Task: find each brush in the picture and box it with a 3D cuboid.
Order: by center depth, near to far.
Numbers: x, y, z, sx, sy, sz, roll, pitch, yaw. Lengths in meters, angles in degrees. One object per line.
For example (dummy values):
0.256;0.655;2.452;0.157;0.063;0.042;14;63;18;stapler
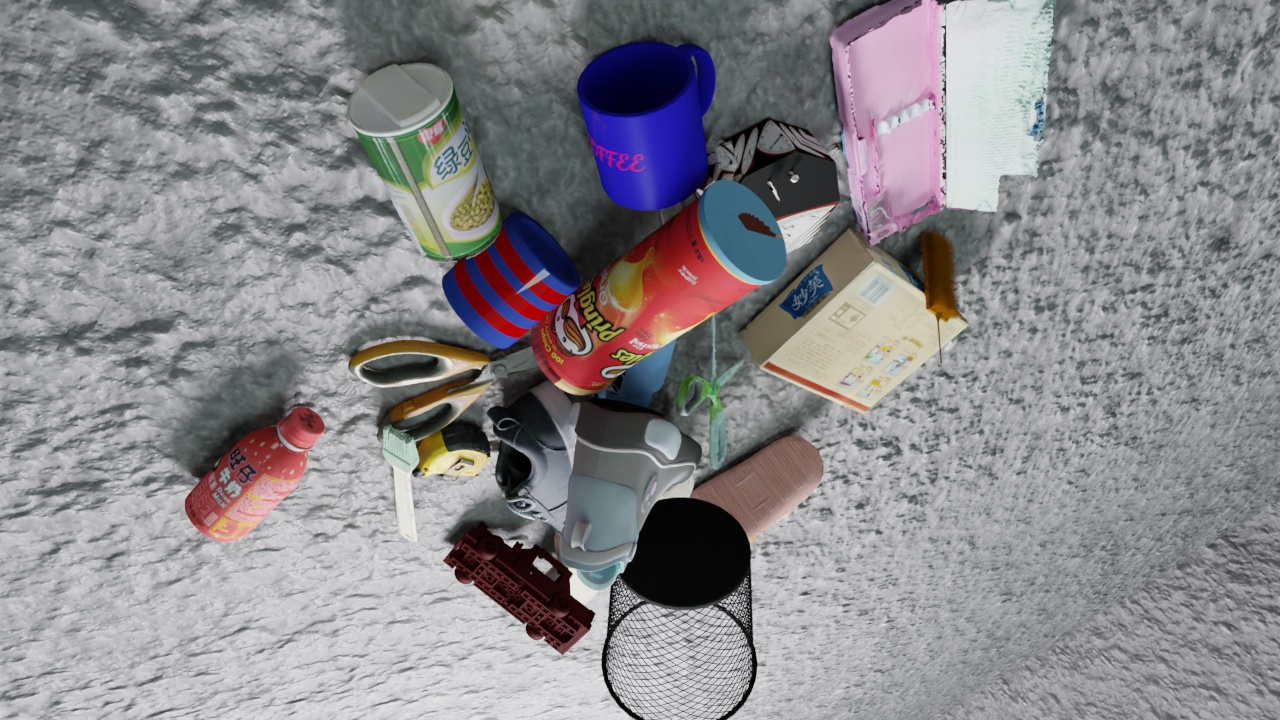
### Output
-0.226;0.125;0.876;0.012;0.033;0.218;-55;169;-35;brush
0.295;-0.063;0.898;0.017;0.126;0.048;-14;155;40;brush

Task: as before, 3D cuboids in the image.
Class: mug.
0.014;-0.173;0.646;0.111;0.079;0.084;-46;148;-21;mug
-0.092;-0.061;0.721;0.076;0.075;0.111;-39;167;16;mug

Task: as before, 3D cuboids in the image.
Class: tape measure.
-0.177;0.091;0.871;0.064;0.037;0.065;-44;139;22;tape measure

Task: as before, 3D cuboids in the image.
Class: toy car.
-0.005;0.005;0.854;0.056;0.054;0.154;-7;139;-24;toy car
-0.129;0.246;1.019;0.170;0.061;0.070;39;120;-4;toy car

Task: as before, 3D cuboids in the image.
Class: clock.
0.089;-0.127;0.744;0.154;0.065;0.115;-13;141;-19;clock

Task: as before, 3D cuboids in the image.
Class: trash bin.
0.044;0.276;1.022;0.184;0.184;0.210;-14;132;-15;trash bin

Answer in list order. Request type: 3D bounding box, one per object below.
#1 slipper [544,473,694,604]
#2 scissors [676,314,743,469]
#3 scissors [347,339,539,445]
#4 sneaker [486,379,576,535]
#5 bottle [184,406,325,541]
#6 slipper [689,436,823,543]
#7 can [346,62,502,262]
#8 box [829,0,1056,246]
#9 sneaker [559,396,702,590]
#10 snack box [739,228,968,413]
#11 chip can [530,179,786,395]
-0.040;0.199;1.065;0.114;0.054;0.275;17;123;-42;slipper
0.069;0.026;0.885;0.171;0.021;0.173;-28;115;-59;scissors
-0.146;0.019;0.821;0.225;0.016;0.176;-6;139;-25;scissors
-0.097;0.116;0.902;0.087;0.089;0.236;-28;139;-20;sneaker
-0.318;0.091;0.771;0.138;0.062;0.062;-42;140;18;bottle
0.140;0.171;1.114;0.197;0.093;0.081;-36;153;12;slipper
-0.139;-0.129;0.608;0.067;0.067;0.121;-22;143;-5;can
0.244;-0.199;0.755;0.161;0.061;0.231;-10;144;12;box
-0.011;0.132;0.851;0.093;0.160;0.256;11;168;15;sneaker
0.223;-0.032;0.942;0.207;0.055;0.154;21;123;-44;snack box
0.007;-0.050;0.714;0.087;0.087;0.214;11;150;-39;chip can
